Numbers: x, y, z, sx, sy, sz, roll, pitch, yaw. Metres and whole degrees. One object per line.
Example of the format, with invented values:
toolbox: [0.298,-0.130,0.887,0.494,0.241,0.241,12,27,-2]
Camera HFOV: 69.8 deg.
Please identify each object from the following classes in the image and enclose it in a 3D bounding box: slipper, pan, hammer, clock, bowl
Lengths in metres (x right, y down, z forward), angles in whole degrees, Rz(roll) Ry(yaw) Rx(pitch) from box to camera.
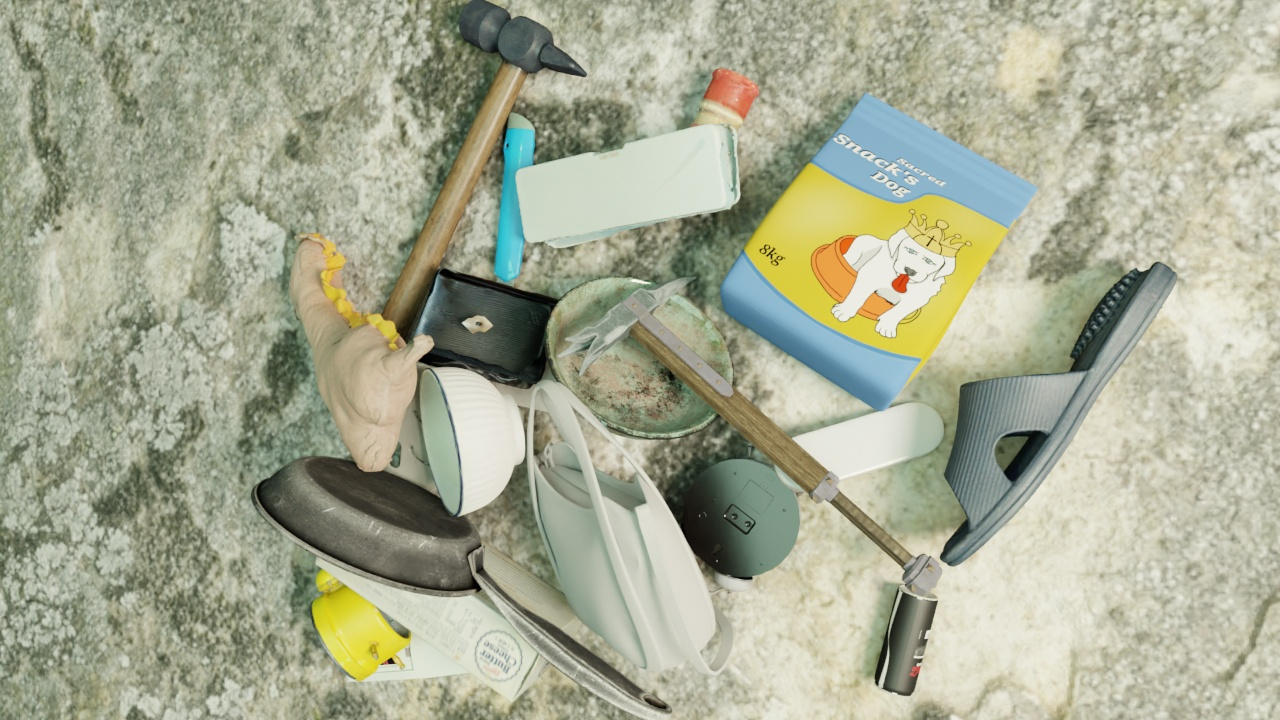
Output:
slipper: [0.282,0.029,0.673,0.082,0.101,0.263,36,92,21]
pan: [-0.128,0.166,0.694,0.357,0.187,0.055,26,91,8]
hammer: [-0.163,-0.152,0.821,0.129,0.040,0.322,32,101,24]
clock: [0.078,0.136,0.754,0.094,0.035,0.123,37,99,13]
bowl: [-0.130,0.059,0.726,0.062,0.118,0.118,-11,85,-24]
hammer: [0.101,0.057,0.697,0.317,0.146,0.028,42,141,11]
bowl: [-0.004,0.004,0.741,0.157,0.157,0.039,43,142,12]
clock: [-0.249,0.220,0.804,0.057,0.083,0.118,-34,60,-4]

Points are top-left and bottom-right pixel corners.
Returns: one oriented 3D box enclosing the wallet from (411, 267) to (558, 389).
wallet: [-0.132,-0.027,0.788,0.115,0.026,0.089,16,60,-5]

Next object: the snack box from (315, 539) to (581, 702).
snack box: [-0.159,0.194,0.784,0.208,0.104,0.057,30,99,14]

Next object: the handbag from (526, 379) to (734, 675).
handbag: [-0.020,0.113,0.687,0.095,0.216,0.223,-27,110,-24]

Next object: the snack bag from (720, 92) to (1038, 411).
snack bag: [0.181,-0.088,0.703,0.159,0.102,0.205,34,86,13]

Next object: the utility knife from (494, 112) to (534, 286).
utility knife: [-0.115,-0.133,0.822,0.031,0.015,0.178,7,88,19]

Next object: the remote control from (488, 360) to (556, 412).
remote control: [-0.132,0.009,0.826,0.136,0.011,0.050,12,94,17]

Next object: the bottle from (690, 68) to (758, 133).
bottle: [0.058,-0.185,0.762,0.044,0.044,0.109,26,96,14]

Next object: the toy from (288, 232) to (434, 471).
toy: [-0.243,-0.037,0.772,0.197,0.065,0.264,-55,48,35]

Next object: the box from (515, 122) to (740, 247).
box: [-0.013,-0.139,0.750,0.199,0.066,0.083,-7,71,32]

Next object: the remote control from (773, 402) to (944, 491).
remote control: [0.171,0.068,0.722,0.136,0.013,0.043,-17,71,0]

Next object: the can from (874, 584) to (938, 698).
can: [0.207,0.219,0.718,0.031,0.031,0.080,15,93,15]

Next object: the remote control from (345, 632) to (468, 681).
remote control: [-0.211,0.264,0.837,0.143,0.024,0.049,-9,86,16]

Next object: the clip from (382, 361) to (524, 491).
clip: [-0.180,0.060,0.798,0.152,0.096,0.126,14,104,26]
